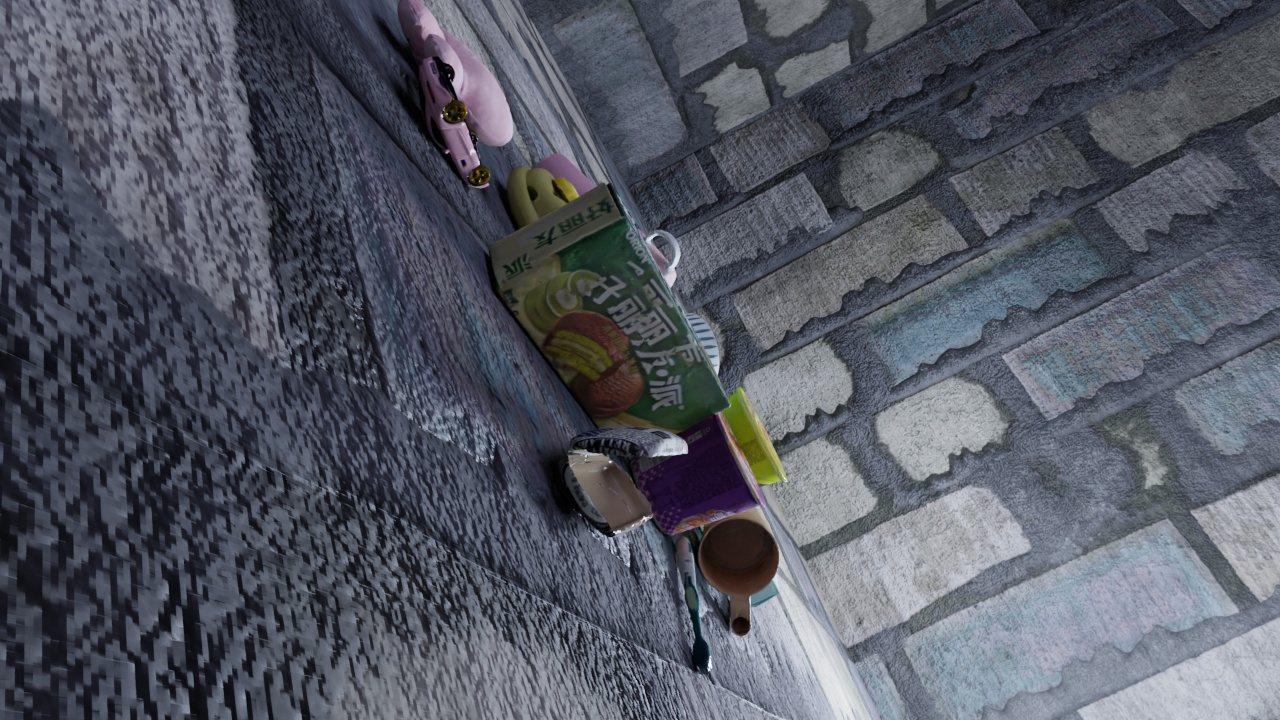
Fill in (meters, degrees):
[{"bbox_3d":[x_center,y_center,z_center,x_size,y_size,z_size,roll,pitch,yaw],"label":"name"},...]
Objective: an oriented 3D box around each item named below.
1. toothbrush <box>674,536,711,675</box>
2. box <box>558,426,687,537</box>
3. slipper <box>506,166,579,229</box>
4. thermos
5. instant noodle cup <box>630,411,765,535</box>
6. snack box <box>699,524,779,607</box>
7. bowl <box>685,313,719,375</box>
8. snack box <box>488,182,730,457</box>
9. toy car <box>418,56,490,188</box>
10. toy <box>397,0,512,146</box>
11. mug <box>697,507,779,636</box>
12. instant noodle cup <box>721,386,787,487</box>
[{"bbox_3d":[0.046,0.208,0.801,0.191,0.016,0.018,-98,170,-69],"label":"toothbrush"},{"bbox_3d":[-0.005,0.070,0.647,0.076,0.087,0.163,49,7,13],"label":"box"},{"bbox_3d":[-0.069,-0.116,0.921,0.091,0.081,0.190,49,18,-73],"label":"slipper"},{"bbox_3d":[-0.040,-0.151,1.017,0.198,0.087,0.067,46,30,18],"label":"thermos"},{"bbox_3d":[0.052,0.109,0.870,0.111,0.099,0.111,60,8,-14],"label":"instant noodle cup"},{"bbox_3d":[0.108,0.208,1.118,0.175,0.052,0.074,62,8,-1],"label":"snack box"},{"bbox_3d":[0.042,-0.003,1.210,0.066,0.117,0.116,-6,62,-37],"label":"bowl"},{"bbox_3d":[-0.020,-0.025,0.777,0.240,0.114,0.063,58,8,-42],"label":"snack box"},{"bbox_3d":[-0.154,-0.190,0.748,0.122,0.037,0.056,76,-4,-57],"label":"toy car"},{"bbox_3d":[-0.166,-0.255,0.818,0.121,0.054,0.159,58,4,19],"label":"toy"},{"bbox_3d":[0.107,0.221,0.995,0.103,0.084,0.124,-19,107,-85],"label":"mug"},{"bbox_3d":[0.077,0.105,0.978,0.112,0.123,0.111,60,9,-16],"label":"instant noodle cup"}]
